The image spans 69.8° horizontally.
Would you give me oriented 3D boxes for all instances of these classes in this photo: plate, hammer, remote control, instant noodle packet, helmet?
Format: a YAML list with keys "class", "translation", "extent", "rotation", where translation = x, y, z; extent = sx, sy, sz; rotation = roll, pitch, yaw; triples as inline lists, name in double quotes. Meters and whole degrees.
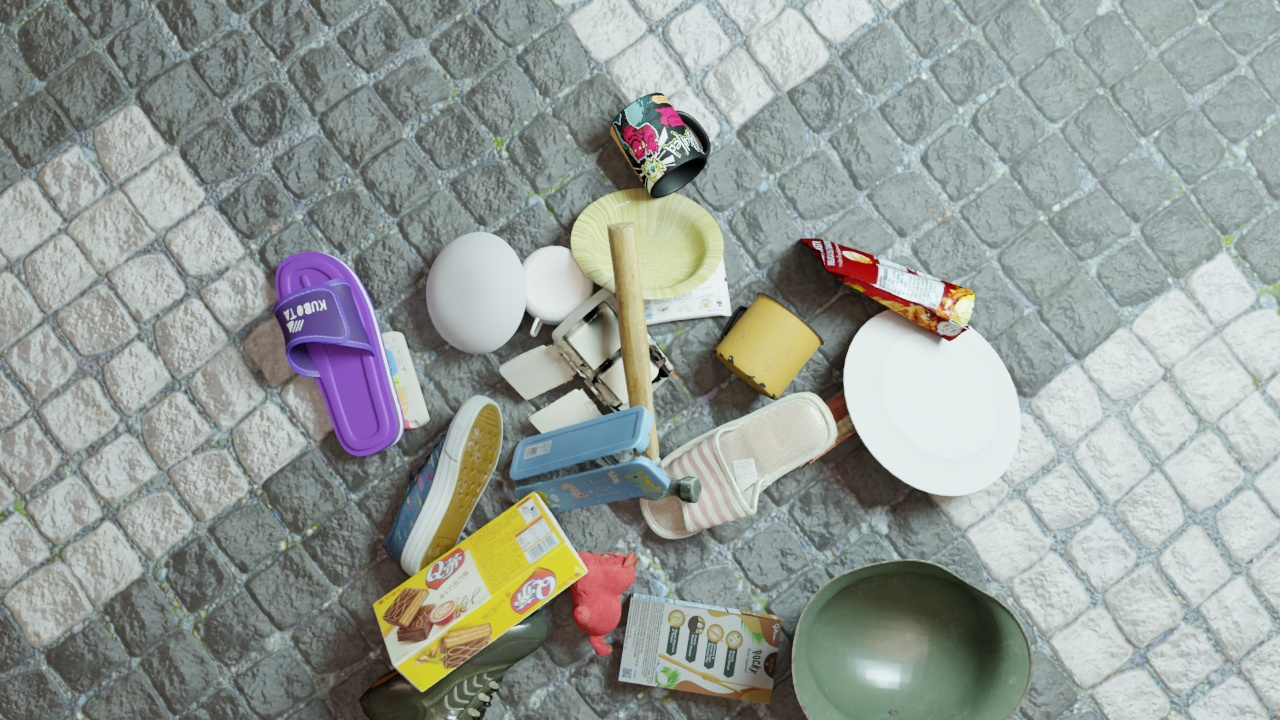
- class: "plate"
  translation: [0.357, 0.042, 1.105]
  extent: [0.242, 0.016, 0.242]
  rotation: [6, 68, -15]
- class: "hammer"
  translation: [-0.006, 0.006, 1.062]
  extent: [0.132, 0.033, 0.331]
  rotation: [4, 109, 31]
- class: "remote control"
  translation: [-0.300, 0.025, 1.150]
  extent: [0.038, 0.018, 0.125]
  rotation: [-18, 89, -1]
- class: "instant noodle packet"
  translation: [0.042, -0.090, 1.154]
  extent: [0.134, 0.026, 0.087]
  rotation: [-8, 87, -1]
- class: "helmet"
  translation: [0.305, 0.333, 1.067]
  extent: [0.268, 0.154, 0.227]
  rotation: [5, 88, 5]
- class: "plate"
  translation: [0.008, -0.134, 1.126]
  extent: [0.184, 0.036, 0.184]
  rotation: [2, 54, -2]

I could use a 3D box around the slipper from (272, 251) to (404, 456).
- class: "slipper"
  translation: [-0.375, -0.011, 1.107]
  extent: [0.107, 0.084, 0.266]
  rotation: [-22, 88, 12]

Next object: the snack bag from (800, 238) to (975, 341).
- class: "snack bag"
  translation: [0.296, -0.102, 1.108]
  extent: [0.208, 0.138, 0.067]
  rotation: [25, 112, -4]

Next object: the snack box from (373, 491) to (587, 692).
- class: "snack box"
  translation: [-0.186, 0.262, 1.060]
  extent: [0.230, 0.110, 0.062]
  rotation: [-35, 127, -8]

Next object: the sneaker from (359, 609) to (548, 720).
- class: "sneaker"
  translation: [-0.200, 0.403, 1.089]
  extent: [0.238, 0.101, 0.143]
  rotation: [-28, 88, -1]

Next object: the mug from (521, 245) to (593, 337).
- class: "mug"
  translation: [-0.109, -0.082, 1.131]
  extent: [0.094, 0.068, 0.115]
  rotation: [25, 87, 1]

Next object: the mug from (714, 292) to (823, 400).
- class: "mug"
  translation: [0.146, -0.020, 1.122]
  extent: [0.094, 0.100, 0.124]
  rotation: [-51, 48, -1]

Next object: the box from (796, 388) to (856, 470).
- class: "box"
  translation: [0.255, 0.065, 1.134]
  extent: [0.187, 0.056, 0.071]
  rotation: [-35, 56, -4]

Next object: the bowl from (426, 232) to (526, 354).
- class: "bowl"
  translation: [-0.210, -0.082, 1.110]
  extent: [0.150, 0.043, 0.149]
  rotation: [1, 92, 30]

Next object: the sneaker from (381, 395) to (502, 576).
- class: "sneaker"
  translation: [-0.243, 0.148, 1.123]
  extent: [0.079, 0.087, 0.235]
  rotation: [22, 89, 26]

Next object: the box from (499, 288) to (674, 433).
- class: "box"
  translation: [-0.067, 0.012, 1.117]
  extent: [0.188, 0.058, 0.144]
  rotation: [-35, 121, 4]

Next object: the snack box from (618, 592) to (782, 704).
- class: "snack box"
  translation: [0.072, 0.352, 1.126]
  extent: [0.186, 0.031, 0.101]
  rotation: [9, 87, 0]

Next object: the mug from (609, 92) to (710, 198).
- class: "mug"
  translation: [0.035, -0.270, 1.140]
  extent: [0.117, 0.082, 0.098]
  rotation: [-26, 78, -34]

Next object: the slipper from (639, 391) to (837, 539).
- class: "slipper"
  translation: [0.113, 0.130, 1.100]
  extent: [0.263, 0.052, 0.115]
  rotation: [-33, 81, 13]

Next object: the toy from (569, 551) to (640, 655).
- class: "toy"
  translation: [-0.039, 0.290, 1.103]
  extent: [0.094, 0.088, 0.133]
  rotation: [-9, 87, -4]

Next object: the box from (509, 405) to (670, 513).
- class: "box"
  translation: [-0.059, 0.121, 1.090]
  extent: [0.210, 0.072, 0.085]
  rotation: [-17, 126, 34]
